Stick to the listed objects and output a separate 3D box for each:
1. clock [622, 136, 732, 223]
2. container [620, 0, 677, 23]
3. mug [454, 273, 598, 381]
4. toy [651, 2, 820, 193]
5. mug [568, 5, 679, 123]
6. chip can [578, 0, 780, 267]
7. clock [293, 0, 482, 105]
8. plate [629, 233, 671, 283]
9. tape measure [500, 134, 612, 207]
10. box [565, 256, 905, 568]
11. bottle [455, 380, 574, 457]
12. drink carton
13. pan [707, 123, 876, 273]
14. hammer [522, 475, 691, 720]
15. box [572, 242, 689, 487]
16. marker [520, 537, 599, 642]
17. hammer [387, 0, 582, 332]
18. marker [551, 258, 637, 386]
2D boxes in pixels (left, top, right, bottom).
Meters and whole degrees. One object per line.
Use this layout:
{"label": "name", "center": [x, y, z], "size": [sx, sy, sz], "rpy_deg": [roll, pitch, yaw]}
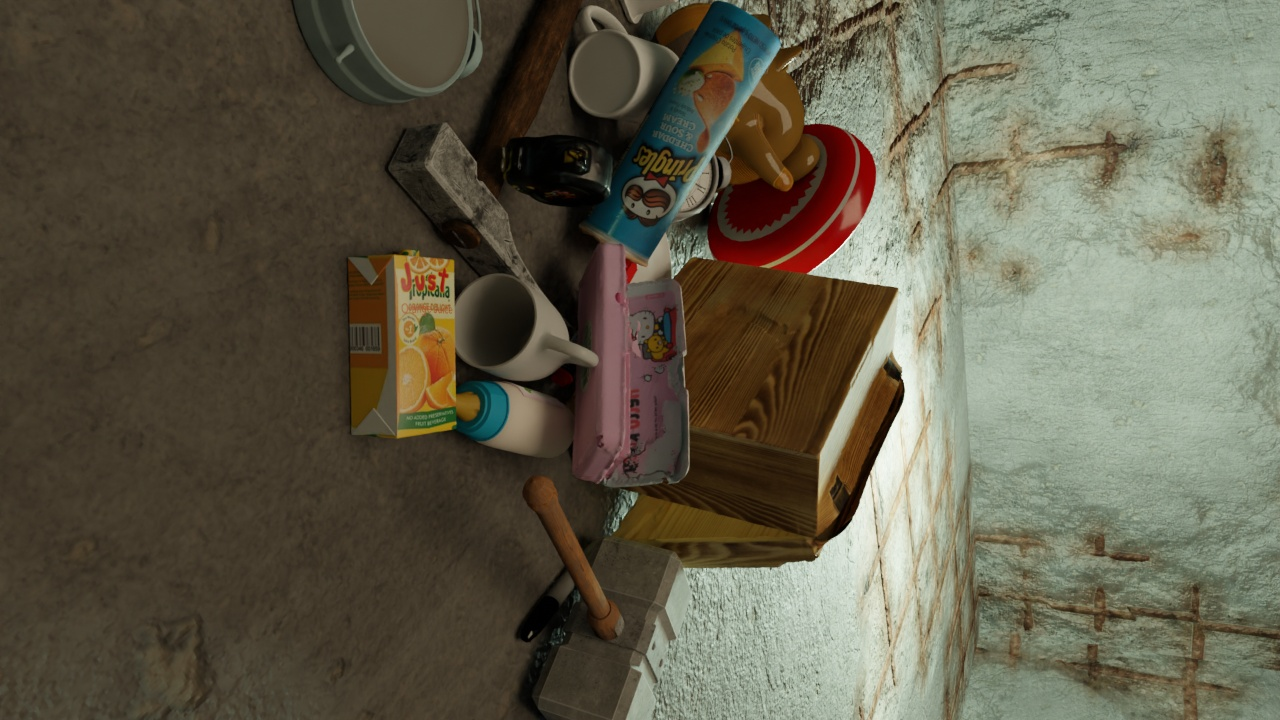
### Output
{"label": "clock", "center": [0.039, -0.188, 0.895], "size": [0.122, 0.035, 0.094], "rpy_deg": [-34, 103, -19]}
{"label": "container", "center": [0.018, -0.404, 0.910], "size": [0.081, 0.050, 0.129], "rpy_deg": [63, 39, -41]}
{"label": "mug", "center": [-0.076, -0.014, 0.691], "size": [0.071, 0.107, 0.089], "rpy_deg": [-70, 158, -6]}
{"label": "toy", "center": [0.094, -0.285, 0.960], "size": [0.203, 0.163, 0.198], "rpy_deg": [45, 20, -39]}
{"label": "mug", "center": [-0.019, -0.272, 0.837], "size": [0.090, 0.074, 0.110], "rpy_deg": [-18, 81, -60]}
{"label": "chip can", "center": [0.033, -0.196, 0.811], "size": [0.230, 0.080, 0.079], "rpy_deg": [-58, 152, 8]}
{"label": "clock", "center": [-0.155, -0.233, 0.599], "size": [0.158, 0.045, 0.122], "rpy_deg": [-31, 119, -56]}
{"label": "plate", "center": [-0.003, -0.090, 0.923], "size": [0.134, 0.011, 0.134], "rpy_deg": [-4, 94, -62]}
{"label": "tape measure", "center": [-0.057, -0.141, 0.681], "size": [0.072, 0.071, 0.042], "rpy_deg": [27, 63, -66]}
{"label": "box", "center": [0.116, 0.064, 0.891], "size": [0.278, 0.258, 0.216], "rpy_deg": [-49, 141, -47]}
{"label": "bottle", "center": [-0.104, 0.042, 0.698], "size": [0.146, 0.051, 0.051], "rpy_deg": [25, 69, -60]}
{"label": "drink carton", "center": [-0.157, -0.013, 0.607], "size": [0.058, 0.041, 0.122], "rpy_deg": [-5, 95, -62]}
{"label": "pan", "center": [0.158, -0.228, 1.084], "size": [0.067, 0.209, 0.355], "rpy_deg": [37, 31, -35]}
{"label": "hammer", "center": [-0.041, 0.177, 0.719], "size": [0.318, 0.083, 0.162], "rpy_deg": [74, 32, -50]}
{"label": "box", "center": [-0.002, 0.006, 0.753], "size": [0.088, 0.095, 0.201], "rpy_deg": [124, -29, -51]}
{"label": "marker", "center": [-0.068, 0.202, 0.812], "size": [0.138, 0.016, 0.022], "rpy_deg": [-46, 159, -53]}
{"label": "hammer", "center": [-0.077, -0.194, 0.755], "size": [0.218, 0.037, 0.299], "rpy_deg": [53, 45, -49]}
{"label": "marker", "center": [-0.042, -0.038, 0.828], "size": [0.023, 0.021, 0.144], "rpy_deg": [37, 58, -14]}
